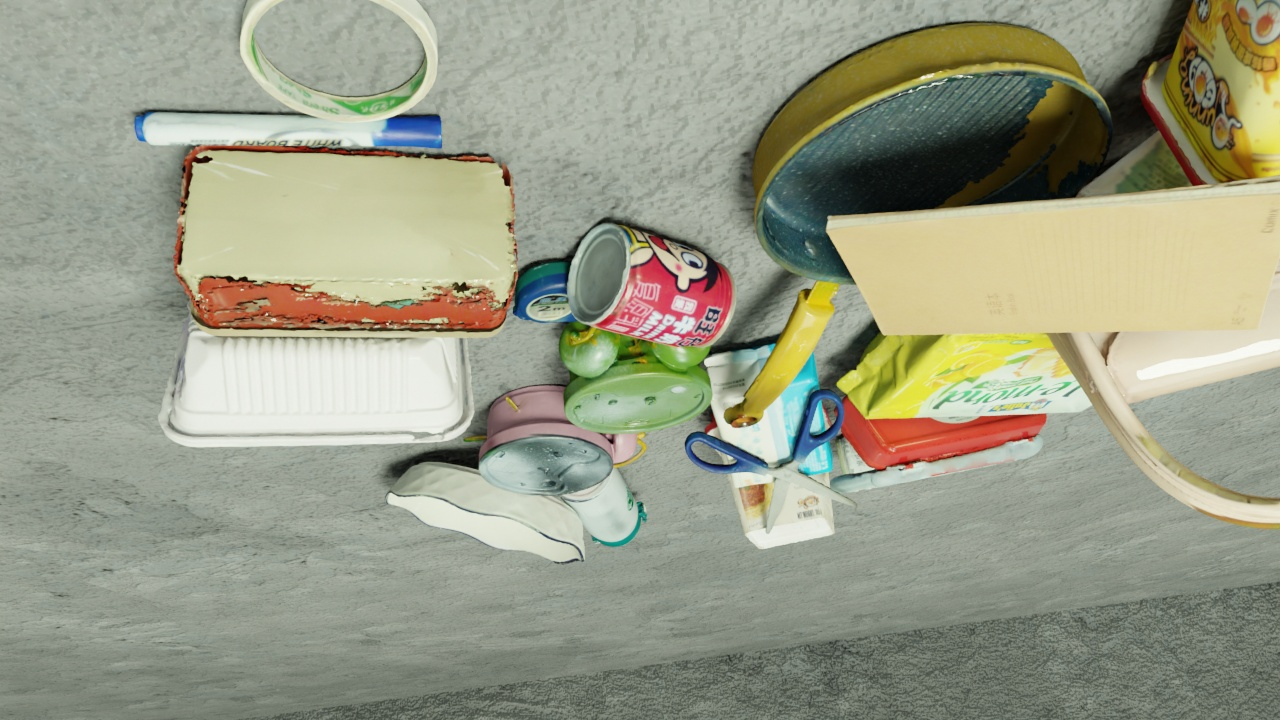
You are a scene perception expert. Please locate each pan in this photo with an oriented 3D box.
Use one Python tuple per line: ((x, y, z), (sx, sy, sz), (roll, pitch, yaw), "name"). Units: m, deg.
((0.135, -0.059, 0.589), (0.197, 0.078, 0.359), (4, 152, -22), "pan")

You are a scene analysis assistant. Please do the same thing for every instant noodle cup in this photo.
((0.131, 0.107, 0.878), (0.116, 0.124, 0.116), (-14, 154, 14), "instant noodle cup")
((-0.189, -0.016, 0.550), (0.173, 0.137, 0.060), (-1, 132, -14), "instant noodle cup")
((0.312, -0.149, 0.424), (0.116, 0.116, 0.124), (-13, 143, 11), "instant noodle cup")

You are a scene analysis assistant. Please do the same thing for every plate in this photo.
((-0.150, 0.153, 0.922), (0.205, 0.045, 0.205), (14, 160, 5), "plate")

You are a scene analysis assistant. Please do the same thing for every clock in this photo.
((-0.004, 0.004, 0.709), (0.116, 0.056, 0.161), (-6, 155, -4), "clock")
((-0.068, 0.075, 0.822), (0.158, 0.059, 0.117), (17, 142, -28), "clock")

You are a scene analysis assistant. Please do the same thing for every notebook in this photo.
((0.226, -0.048, 0.507), (0.212, 0.012, 0.149), (0, 157, 28), "notebook")

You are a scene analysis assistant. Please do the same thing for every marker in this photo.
((-0.174, -0.116, 0.461), (0.145, 0.016, 0.017), (-2, 154, -11), "marker")

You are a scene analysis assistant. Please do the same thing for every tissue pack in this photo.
((0.110, 0.044, 0.777), (0.090, 0.063, 0.140), (-11, 127, 10), "tissue pack")

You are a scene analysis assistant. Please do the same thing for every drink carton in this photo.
((0.303, -0.106, 0.522), (0.122, 0.045, 0.053), (-37, 152, -3), "drink carton")

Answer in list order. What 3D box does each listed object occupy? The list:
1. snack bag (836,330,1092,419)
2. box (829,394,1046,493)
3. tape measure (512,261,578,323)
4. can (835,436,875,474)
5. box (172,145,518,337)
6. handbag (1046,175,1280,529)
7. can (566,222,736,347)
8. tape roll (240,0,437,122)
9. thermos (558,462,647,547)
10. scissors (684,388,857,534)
((0.301, -0.014, 0.737), (0.246, 0.068, 0.158), (-1, 153, -13), "snack bag")
((0.264, 0.078, 0.834), (0.201, 0.095, 0.098), (-8, 139, -25), "box")
((-0.057, -0.047, 0.625), (0.058, 0.025, 0.055), (-5, 153, -14), "tape measure")
((0.284, 0.093, 0.965), (0.147, 0.058, 0.058), (-14, 154, 16), "can")
((-0.152, -0.064, 0.488), (0.168, 0.091, 0.077), (0, 157, -14), "box")
((0.358, -0.015, 0.556), (0.194, 0.233, 0.093), (-18, 152, 21), "handbag")
((0.009, -0.046, 0.595), (0.093, 0.066, 0.067), (13, 148, -36), "can")
((-0.136, -0.142, 0.420), (0.086, 0.013, 0.086), (-6, 154, -3), "tape roll")
((-0.040, 0.149, 0.989), (0.073, 0.073, 0.224), (-10, 155, 5), "thermos")
((0.114, 0.087, 0.762), (0.162, 0.012, 0.174), (8, 129, -7), "scissors")
